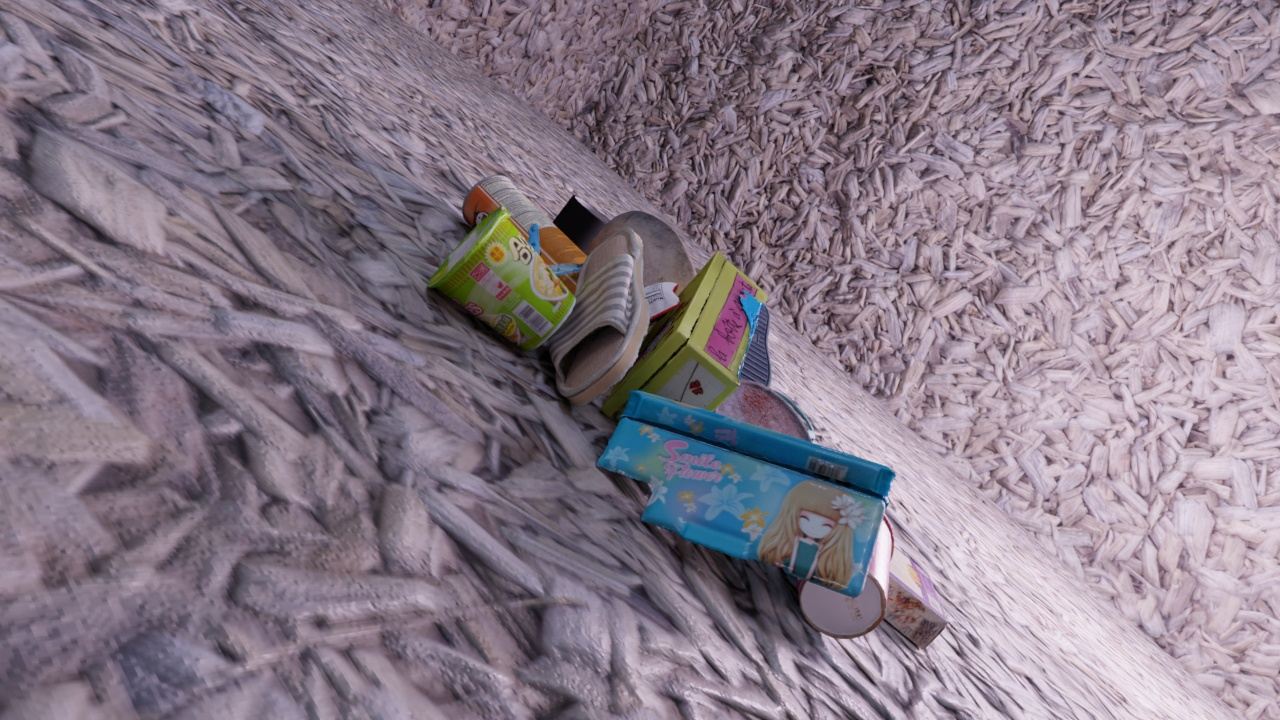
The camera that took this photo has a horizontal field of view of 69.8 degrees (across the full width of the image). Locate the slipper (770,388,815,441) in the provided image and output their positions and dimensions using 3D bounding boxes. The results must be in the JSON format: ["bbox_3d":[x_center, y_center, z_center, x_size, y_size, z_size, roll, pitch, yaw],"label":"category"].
[{"bbox_3d":[0.166,0.073,1.203,0.268,0.055,0.098,39,24,-20],"label":"slipper"}]

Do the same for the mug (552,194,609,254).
[{"bbox_3d":[-0.093,-0.186,1.344,0.078,0.088,0.113,36,12,-11],"label":"mug"}]

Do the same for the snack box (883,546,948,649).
[{"bbox_3d":[0.250,0.220,0.983,0.148,0.041,0.143,39,12,3],"label":"snack box"}]

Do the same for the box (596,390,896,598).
[{"bbox_3d":[0.086,0.091,0.746,0.227,0.086,0.169,17,17,14],"label":"box"}]

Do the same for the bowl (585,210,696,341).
[{"bbox_3d":[-0.017,-0.085,1.101,0.081,0.179,0.178,-23,57,-38],"label":"bowl"}]

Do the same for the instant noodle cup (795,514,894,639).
[{"bbox_3d":[0.174,0.181,0.795,0.097,0.098,0.108,39,19,-1],"label":"instant noodle cup"}]

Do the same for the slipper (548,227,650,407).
[{"bbox_3d":[-0.040,-0.056,0.886,0.054,0.115,0.272,39,25,-21],"label":"slipper"}]

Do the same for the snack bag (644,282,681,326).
[{"bbox_3d":[-0.017,-0.045,0.966,0.039,0.131,0.144,63,8,-11],"label":"snack bag"}]

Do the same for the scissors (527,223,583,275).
[{"bbox_3d":[-0.118,-0.088,0.978,0.133,0.011,0.139,-5,65,-25],"label":"scissors"}]

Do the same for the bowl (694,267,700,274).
[{"bbox_3d":[0.039,-0.082,1.237,0.162,0.070,0.162,10,25,-5],"label":"bowl"}]

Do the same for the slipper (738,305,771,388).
[{"bbox_3d":[0.135,-0.008,1.365,0.101,0.083,0.262,31,37,-11],"label":"slipper"}]

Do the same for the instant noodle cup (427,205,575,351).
[{"bbox_3d":[-0.121,-0.068,0.837,0.108,0.099,0.099,44,10,-19],"label":"instant noodle cup"}]

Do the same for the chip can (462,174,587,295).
[{"bbox_3d":[-0.121,-0.129,1.080,0.215,0.075,0.075,46,14,28],"label":"chip can"}]

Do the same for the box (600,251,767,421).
[{"bbox_3d":[0.051,-0.014,0.930,0.083,0.125,0.220,39,32,-8],"label":"box"}]

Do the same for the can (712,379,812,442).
[{"bbox_3d":[0.115,0.085,0.934,0.130,0.044,0.129,23,45,-25],"label":"can"}]
